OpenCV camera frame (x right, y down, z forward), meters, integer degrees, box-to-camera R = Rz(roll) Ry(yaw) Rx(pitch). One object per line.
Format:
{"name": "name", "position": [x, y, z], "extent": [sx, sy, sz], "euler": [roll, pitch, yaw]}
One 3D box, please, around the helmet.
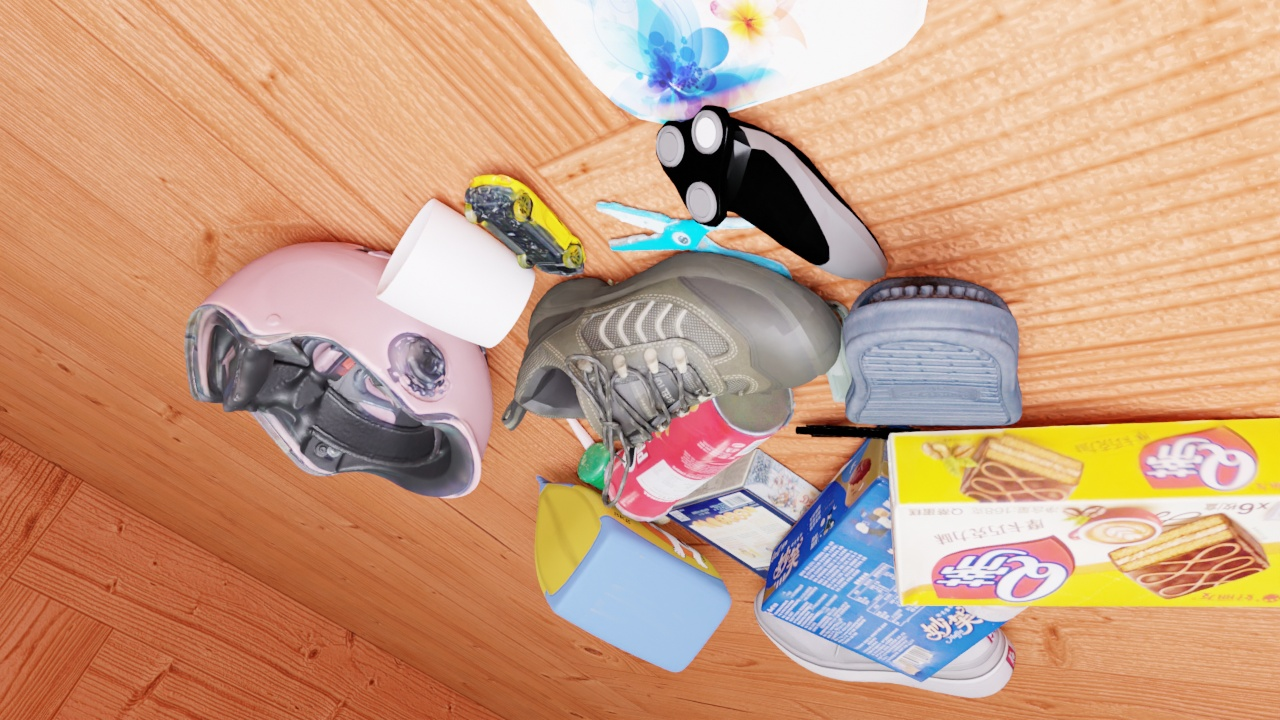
{"name": "helmet", "position": [-0.227, 0.005, 0.757], "extent": [0.255, 0.152, 0.231], "euler": [33, 143, -14]}

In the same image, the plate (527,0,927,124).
{"name": "plate", "position": [0.018, -0.191, 0.401], "extent": [0.187, 0.016, 0.187], "euler": [-6, 139, 42]}

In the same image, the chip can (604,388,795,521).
{"name": "chip can", "position": [0.040, 0.067, 0.750], "extent": [0.073, 0.073, 0.234], "euler": [28, 150, -7]}

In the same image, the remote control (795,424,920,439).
{"name": "remote control", "position": [0.160, 0.052, 0.650], "extent": [0.030, 0.009, 0.140], "euler": [3, 177, -22]}

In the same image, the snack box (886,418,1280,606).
{"name": "snack box", "position": [0.272, 0.097, 0.561], "extent": [0.230, 0.061, 0.110], "euler": [-4, 133, 14]}

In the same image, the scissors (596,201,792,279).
{"name": "scissors", "position": [0.037, -0.072, 0.587], "extent": [0.141, 0.013, 0.114], "euler": [-4, 142, 36]}

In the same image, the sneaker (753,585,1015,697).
{"name": "sneaker", "position": [0.221, 0.246, 0.900], "extent": [0.264, 0.096, 0.129], "euler": [2, 132, 36]}

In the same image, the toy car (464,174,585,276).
{"name": "toy car", "position": [-0.075, -0.089, 0.619], "extent": [0.049, 0.030, 0.107], "euler": [3, 155, 31]}

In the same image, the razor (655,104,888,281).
{"name": "razor", "position": [0.080, -0.084, 0.498], "extent": [0.156, 0.060, 0.057], "euler": [19, 167, -34]}

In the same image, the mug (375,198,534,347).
{"name": "mug", "position": [-0.136, -0.063, 0.676], "extent": [0.087, 0.081, 0.114], "euler": [30, -178, -23]}

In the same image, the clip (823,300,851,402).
{"name": "clip", "position": [0.129, -0.001, 0.603], "extent": [0.023, 0.049, 0.078], "euler": [1, 150, 32]}

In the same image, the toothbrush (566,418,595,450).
{"name": "toothbrush", "position": [-0.062, 0.065, 0.878], "extent": [0.018, 0.015, 0.181], "euler": [11, 148, 35]}

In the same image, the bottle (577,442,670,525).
{"name": "bottle", "position": [-0.009, 0.121, 0.896], "extent": [0.111, 0.043, 0.043], "euler": [36, 149, -31]}

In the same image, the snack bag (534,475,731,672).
{"name": "snack bag", "position": [-0.023, 0.191, 0.909], "extent": [0.159, 0.102, 0.205], "euler": [34, -175, -24]}

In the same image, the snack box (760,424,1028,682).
{"name": "snack box", "position": [0.209, 0.157, 0.724], "extent": [0.155, 0.069, 0.203], "euler": [25, 135, -1]}

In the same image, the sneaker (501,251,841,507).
{"name": "sneaker", "position": [-0.001, 0.011, 0.587], "extent": [0.238, 0.142, 0.101], "euler": [-2, 136, 37]}

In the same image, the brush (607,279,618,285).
{"name": "brush", "position": [-0.004, 0.004, 0.742], "extent": [0.033, 0.012, 0.218], "euler": [16, 151, 13]}

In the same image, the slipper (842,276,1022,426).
{"name": "slipper", "position": [0.164, -0.013, 0.510], "extent": [0.101, 0.082, 0.263], "euler": [3, 168, 17]}

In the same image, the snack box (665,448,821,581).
{"name": "snack box", "position": [0.113, 0.149, 0.856], "extent": [0.145, 0.042, 0.145], "euler": [34, 149, -17]}
